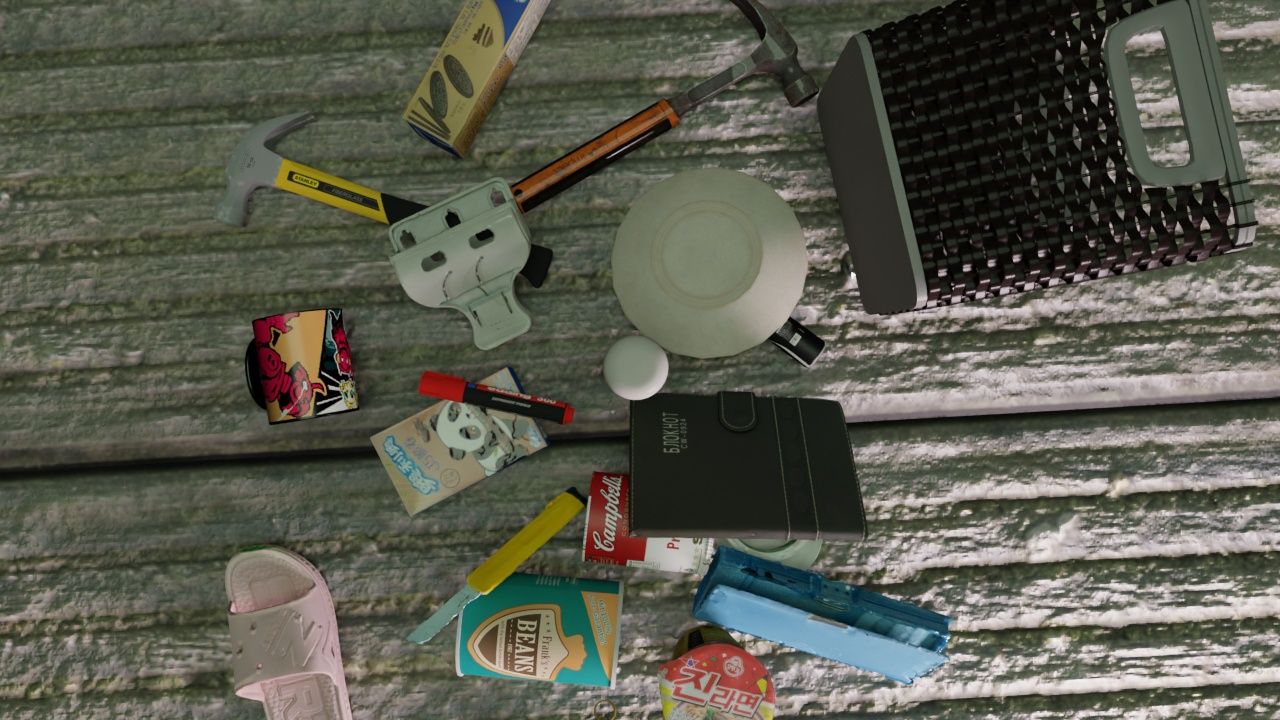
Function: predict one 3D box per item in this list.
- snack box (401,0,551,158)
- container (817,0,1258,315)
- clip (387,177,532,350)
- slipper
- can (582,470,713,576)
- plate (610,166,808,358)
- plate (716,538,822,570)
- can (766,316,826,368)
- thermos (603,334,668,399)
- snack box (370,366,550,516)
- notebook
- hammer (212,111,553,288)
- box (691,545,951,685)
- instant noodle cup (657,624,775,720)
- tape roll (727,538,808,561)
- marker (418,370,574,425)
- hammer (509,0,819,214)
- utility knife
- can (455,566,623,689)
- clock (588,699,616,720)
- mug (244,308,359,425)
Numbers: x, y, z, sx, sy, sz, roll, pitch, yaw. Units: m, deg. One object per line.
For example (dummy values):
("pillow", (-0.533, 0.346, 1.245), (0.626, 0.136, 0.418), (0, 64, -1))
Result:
("snack box", (-0.149, -0.300, 0.876), (0.057, 0.056, 0.206), (29, 90, 0))
("container", (0.310, -0.175, 0.789), (0.244, 0.245, 0.247), (-13, 91, 3))
("clip", (-0.156, -0.082, 0.847), (0.126, 0.099, 0.152), (-24, 87, 5))
("slipper", (-0.337, 0.294, 0.879), (0.094, 0.064, 0.239), (-15, 92, 0))
("can", (0.008, 0.153, 0.867), (0.116, 0.086, 0.086), (7, 90, 0))
("plate", (0.064, -0.098, 0.875), (0.189, 0.027, 0.188), (-1, 81, 8))
("plate", (0.124, 0.165, 0.898), (0.104, 0.026, 0.104), (0, 91, 0))
("can", (0.139, -0.028, 0.893), (0.080, 0.031, 0.031), (36, 90, -1))
("thermos", (-0.005, 0.005, 0.796), (0.052, 0.224, 0.052), (0, 90, -1))
("snack box", (-0.174, 0.078, 0.891), (0.151, 0.034, 0.087), (-27, 90, 0))
("notebook", (0.093, 0.094, 0.848), (0.209, 0.029, 0.169), (3, 46, -2))
("hammer", (-0.242, -0.145, 0.893), (0.323, 0.029, 0.127), (19, 91, -1))
("box", (0.168, 0.250, 0.866), (0.231, 0.053, 0.093), (18, 126, -3))
("instant noodle cup", (0.068, 0.297, 0.856), (0.100, 0.112, 0.100), (0, 90, 0))
("tape roll", (0.121, 0.143, 0.874), (0.094, 0.018, 0.094), (0, 91, 0))
("marker", (-0.134, 0.036, 0.863), (0.145, 0.021, 0.023), (12, 59, 0))
("hammer", (0.003, -0.241, 0.889), (0.314, 0.035, 0.138), (-30, 91, 1))
("utility knife", (-0.127, 0.184, 0.841), (0.030, 0.216, 0.019), (26, 134, 30))
("can", (-0.092, 0.250, 0.861), (0.144, 0.099, 0.099), (5, 90, 0))
("clock", (-0.050, 0.398, 0.884), (0.104, 0.056, 0.148), (15, 95, 8))
("mug", (-0.331, 0.008, 0.874), (0.118, 0.081, 0.098), (-9, 91, 27))
